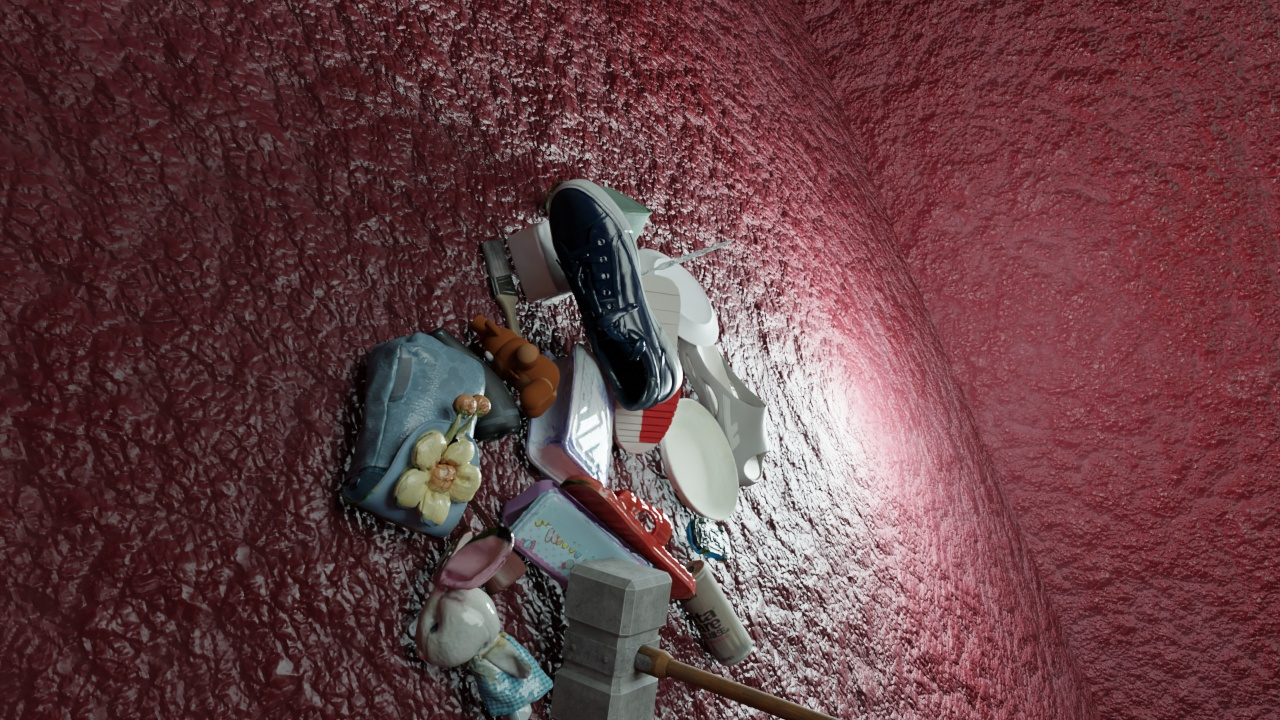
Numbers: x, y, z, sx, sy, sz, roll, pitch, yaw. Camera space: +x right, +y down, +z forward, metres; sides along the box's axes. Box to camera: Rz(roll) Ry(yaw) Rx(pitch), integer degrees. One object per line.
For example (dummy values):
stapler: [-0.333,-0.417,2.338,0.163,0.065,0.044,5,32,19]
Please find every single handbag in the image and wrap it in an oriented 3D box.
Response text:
handbag: [-0.058,-0.202,1.275,0.106,0.067,0.121,36,23,22]
handbag: [-0.198,0.065,0.861,0.121,0.119,0.191,36,47,-40]
handbag: [-0.162,0.176,0.935,0.119,0.029,0.055,60,26,1]
handbag: [-0.079,0.075,1.098,0.126,0.069,0.158,53,30,-45]

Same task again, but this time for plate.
plate: [0.062,-0.105,1.446,0.188,0.016,0.188,34,33,-27]
plate: [0.078,0.145,1.318,0.182,0.034,0.182,36,41,-40]

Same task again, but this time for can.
can: [0.093,0.329,1.193,0.135,0.054,0.054,60,31,-11]

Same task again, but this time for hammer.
hammer: [0.066,0.306,0.872,0.082,0.318,0.162,7,91,-55]

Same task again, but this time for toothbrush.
toothbrush: [0.055,-0.144,1.340,0.010,0.182,0.010,10,66,-58]

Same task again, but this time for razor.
razor: [-0.184,0.029,0.976,0.140,0.053,0.063,53,39,-17]

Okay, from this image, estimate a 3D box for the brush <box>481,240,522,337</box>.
brush: [-0.165,-0.079,1.119,0.038,0.012,0.151,3,68,-57]

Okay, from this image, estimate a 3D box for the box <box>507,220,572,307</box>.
box: [-0.123,-0.123,1.195,0.107,0.091,0.102,-22,94,-54]

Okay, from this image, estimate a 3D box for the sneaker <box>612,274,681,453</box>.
sneaker: [-0.007,0.007,1.236,0.090,0.104,0.236,6,83,-23]

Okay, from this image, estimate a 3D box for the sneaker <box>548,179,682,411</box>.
sneaker: [-0.044,-0.072,1.088,0.127,0.121,0.294,-32,102,-59]

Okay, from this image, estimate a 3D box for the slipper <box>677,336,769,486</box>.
slipper: [0.147,0.065,1.438,0.112,0.081,0.266,-15,82,-63]

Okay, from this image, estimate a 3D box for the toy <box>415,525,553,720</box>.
toy: [-0.154,0.262,0.845,0.105,0.131,0.205,-18,94,-29]

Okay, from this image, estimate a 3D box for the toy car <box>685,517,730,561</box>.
toy car: [0.092,0.250,1.269,0.105,0.032,0.048,31,44,-52]

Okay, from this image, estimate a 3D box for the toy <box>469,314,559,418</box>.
toy: [-0.145,0.002,1.025,0.127,0.095,0.065,41,68,10]

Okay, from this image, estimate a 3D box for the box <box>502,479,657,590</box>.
box: [-0.057,0.215,1.005,0.214,0.078,0.065,46,7,-31]

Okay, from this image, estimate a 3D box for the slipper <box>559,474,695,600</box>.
slipper: [-0.011,0.199,1.076,0.249,0.104,0.059,52,46,-36]
